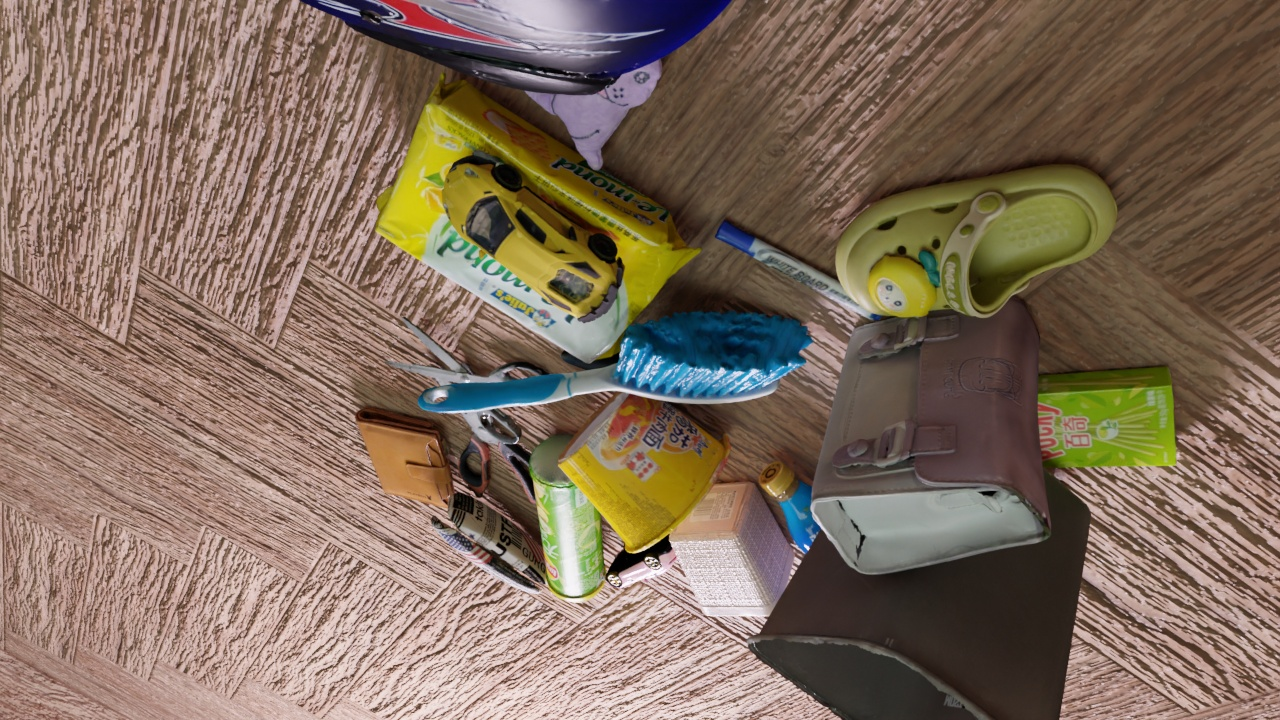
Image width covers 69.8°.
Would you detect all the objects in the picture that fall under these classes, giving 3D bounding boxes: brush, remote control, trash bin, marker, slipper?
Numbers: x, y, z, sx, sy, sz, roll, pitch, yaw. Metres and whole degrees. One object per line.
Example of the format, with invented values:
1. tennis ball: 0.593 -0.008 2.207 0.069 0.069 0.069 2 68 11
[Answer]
1. brush: -0.020 0.009 0.755 0.314 0.060 0.110 0 149 -16
2. remote control: -0.005 0.005 0.829 0.136 0.053 0.024 16 110 8
3. trash bin: 0.239 0.187 0.744 0.198 0.219 0.199 39 153 -13
4. marker: 0.126 -0.070 0.724 0.146 0.016 0.017 28 136 -2
5. slipper: 0.224 -0.074 0.633 0.191 0.081 0.092 -14 121 30

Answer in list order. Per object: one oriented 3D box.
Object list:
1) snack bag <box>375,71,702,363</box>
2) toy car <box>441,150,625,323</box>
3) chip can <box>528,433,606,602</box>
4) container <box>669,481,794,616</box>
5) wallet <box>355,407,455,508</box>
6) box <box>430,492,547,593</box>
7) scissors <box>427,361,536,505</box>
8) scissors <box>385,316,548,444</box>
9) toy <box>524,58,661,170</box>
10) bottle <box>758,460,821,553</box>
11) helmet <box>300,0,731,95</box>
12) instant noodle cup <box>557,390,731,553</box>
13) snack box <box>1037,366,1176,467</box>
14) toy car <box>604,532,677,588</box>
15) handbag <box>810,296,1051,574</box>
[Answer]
1. snack bag: -0.088 -0.111 0.743 0.246 0.068 0.158 32 135 -8
2. toy car: -0.083 -0.089 0.685 0.156 0.041 0.071 37 134 -13
3. chip can: -0.077 0.174 1.002 0.073 0.072 0.222 12 134 13
4. container: 0.091 0.188 0.931 0.090 0.090 0.111 -8 124 30
5. wallet: -0.267 0.116 1.063 0.108 0.031 0.132 12 136 15
6. box: -0.178 0.228 1.074 0.081 0.074 0.163 -42 118 9
7. scissors: -0.166 0.091 1.004 0.189 0.015 0.222 30 136 -5
8. scissors: -0.171 0.019 0.925 0.160 0.014 0.181 -17 120 24
9. toy: -0.029 -0.199 0.656 0.084 0.038 0.108 45 134 -7
10. bottle: 0.195 0.176 0.890 0.218 0.065 0.065 45 133 -18
11. helmet: -0.081 -0.268 0.465 0.315 0.240 0.247 11 96 5
12. instant noodle cup: -0.003 0.092 0.857 0.110 0.137 0.138 44 133 -6
13. snack box: 0.337 0.049 0.735 0.157 0.026 0.086 -5 128 28
14. toy car: 0.008 0.220 1.020 0.037 0.056 0.123 45 133 -10
15. handbag: 0.212 0.045 0.664 0.145 0.196 0.098 -16 123 33
